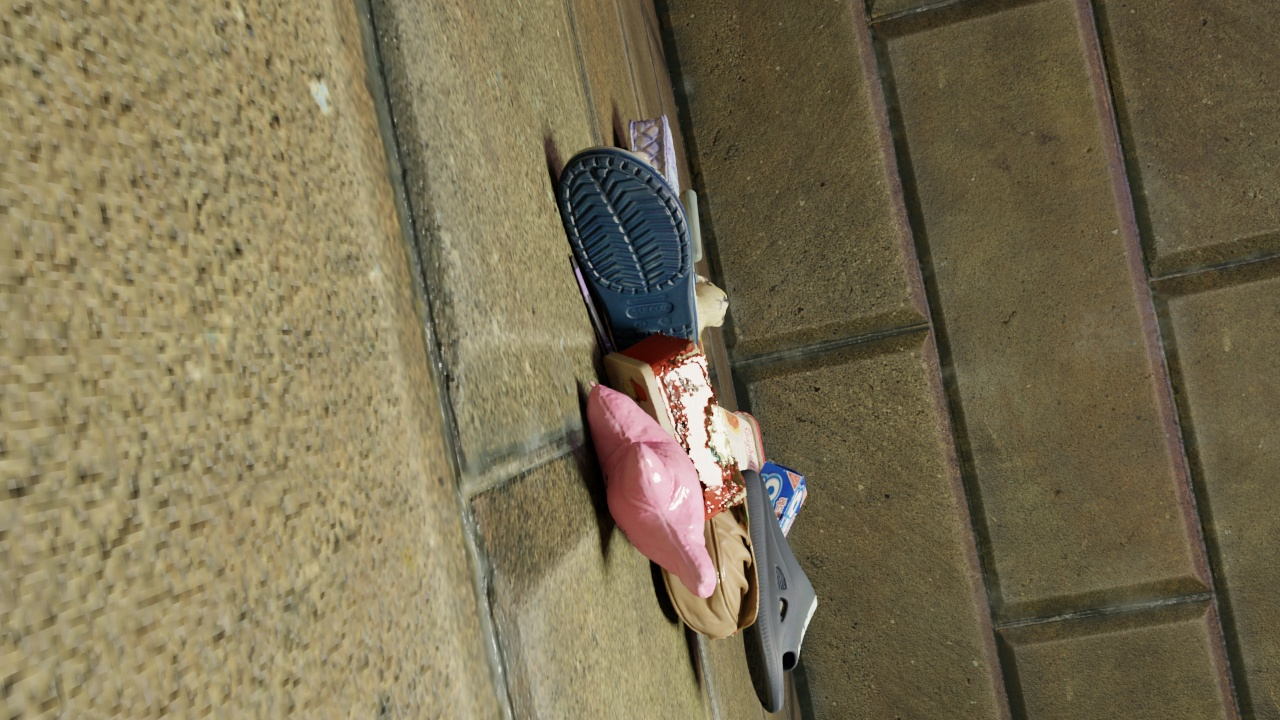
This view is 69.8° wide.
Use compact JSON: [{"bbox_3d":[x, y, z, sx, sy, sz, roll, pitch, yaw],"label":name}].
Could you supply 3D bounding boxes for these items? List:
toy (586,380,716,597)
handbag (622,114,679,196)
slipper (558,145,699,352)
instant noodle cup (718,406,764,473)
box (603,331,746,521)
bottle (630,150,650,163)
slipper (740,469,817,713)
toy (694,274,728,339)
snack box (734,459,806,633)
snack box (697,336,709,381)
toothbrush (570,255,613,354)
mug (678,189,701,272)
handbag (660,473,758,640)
[{"bbox_3d":[0.005,0.093,0.739,0.178,0.074,0.194,63,-2,-4],"label":"toy"},{"bbox_3d":[0.016,-0.243,1.280,0.134,0.075,0.193,76,9,-46],"label":"handbag"},{"bbox_3d":[0.002,-0.095,0.862,0.095,0.105,0.253,-93,167,-51],"label":"slipper"},{"bbox_3d":[0.091,0.117,1.189,0.124,0.117,0.116,40,38,-58],"label":"instant noodle cup"},{"bbox_3d":[0.040,0.060,0.847,0.091,0.079,0.168,18,-49,61],"label":"box"},{"bbox_3d":[0.002,-0.170,1.097,0.068,0.068,0.189,65,16,-57],"label":"bottle"},{"bbox_3d":[0.154,0.247,1.018,0.111,0.083,0.267,87,0,-61],"label":"slipper"},{"bbox_3d":[0.043,-0.043,1.004,0.156,0.066,0.105,-37,109,-47],"label":"toy"},{"bbox_3d":[0.137,0.226,1.128,0.207,0.057,0.058,-59,151,-21],"label":"snack box"},{"bbox_3d":[0.045,-0.003,1.173,0.240,0.063,0.114,2,77,-82],"label":"snack box"},{"bbox_3d":[-0.032,-0.019,0.847,0.014,0.017,0.189,-90,165,-52],"label":"toothbrush"},{"bbox_3d":[0.036,-0.136,1.145,0.124,0.083,0.103,-46,-141,47],"label":"mug"},{"bbox_3d":[0.070,0.181,0.956,0.204,0.100,0.148,-93,164,-47],"label":"handbag"}]
